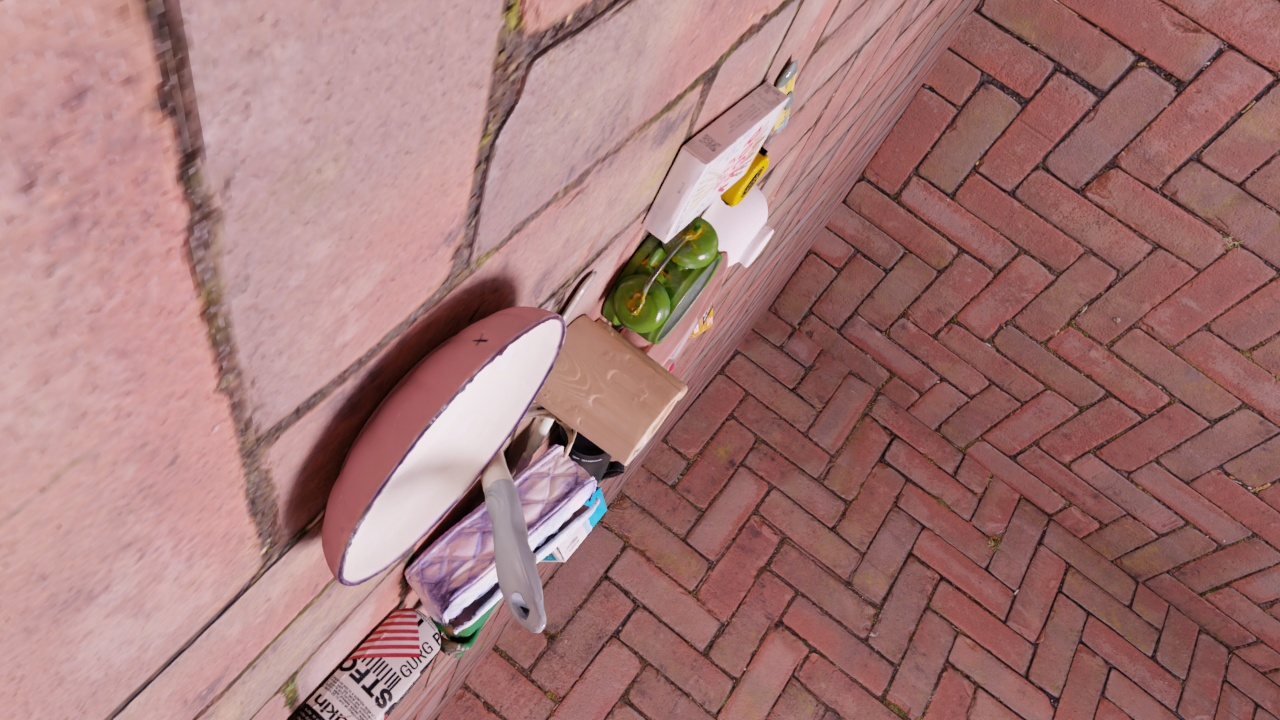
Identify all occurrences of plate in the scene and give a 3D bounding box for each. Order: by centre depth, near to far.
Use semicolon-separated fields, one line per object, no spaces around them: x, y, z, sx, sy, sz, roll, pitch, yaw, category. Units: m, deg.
-0.116;0.041;0.527;0.192;0.039;0.192;-52;174;-9;plate

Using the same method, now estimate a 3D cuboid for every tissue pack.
-0.109;0.186;1.086;0.140;0.063;0.089;-15;-153;52;tissue pack

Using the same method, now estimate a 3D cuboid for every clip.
-0.060;0.042;0.812;0.096;0.060;0.034;-43;164;-50;clip

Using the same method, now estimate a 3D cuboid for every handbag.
-0.128;0.173;0.879;0.193;0.075;0.134;-39;168;-19;handbag
-0.172;0.248;1.004;0.131;0.068;0.120;-53;-171;16;handbag

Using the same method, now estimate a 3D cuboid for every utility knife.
0.137;-0.248;0.881;0.031;0.019;0.177;-47;178;3;utility knife

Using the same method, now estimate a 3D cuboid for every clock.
0.021;-0.072;0.806;0.116;0.056;0.161;-53;173;-2;clock

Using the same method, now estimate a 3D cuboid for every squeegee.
-0.092;0.086;0.628;0.247;0.039;0.246;-55;-154;23;squeegee

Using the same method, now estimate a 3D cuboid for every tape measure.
0.097;-0.179;0.879;0.060;0.029;0.057;-53;174;1;tape measure

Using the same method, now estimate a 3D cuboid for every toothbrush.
-0.097;0.065;0.875;0.190;0.020;0.029;-58;178;32;toothbrush

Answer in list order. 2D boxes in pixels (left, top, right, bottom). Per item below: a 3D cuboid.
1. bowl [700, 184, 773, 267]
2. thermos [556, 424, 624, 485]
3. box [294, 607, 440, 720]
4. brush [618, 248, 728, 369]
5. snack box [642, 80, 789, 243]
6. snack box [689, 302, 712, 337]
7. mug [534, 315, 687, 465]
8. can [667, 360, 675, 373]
0.102;-0.138;0.978;0.118;0.065;0.118;-52;173;-10;bowl
-0.057;0.108;1.098;0.243;0.090;0.068;109;-24;-70;thermos
-0.257;0.314;0.870;0.163;0.075;0.077;-49;179;-46;box
0.036;-0.053;0.918;0.145;0.063;0.073;-55;-159;-2;brush
0.063;-0.163;0.746;0.156;0.027;0.085;-45;170;-44;snack box
0.059;-0.069;1.036;0.153;0.026;0.075;-30;118;-76;snack box
-0.022;0.019;0.778;0.084;0.103;0.124;-57;172;30;mug
-0.012;0.038;1.153;0.132;0.053;0.053;-48;172;-33;can
